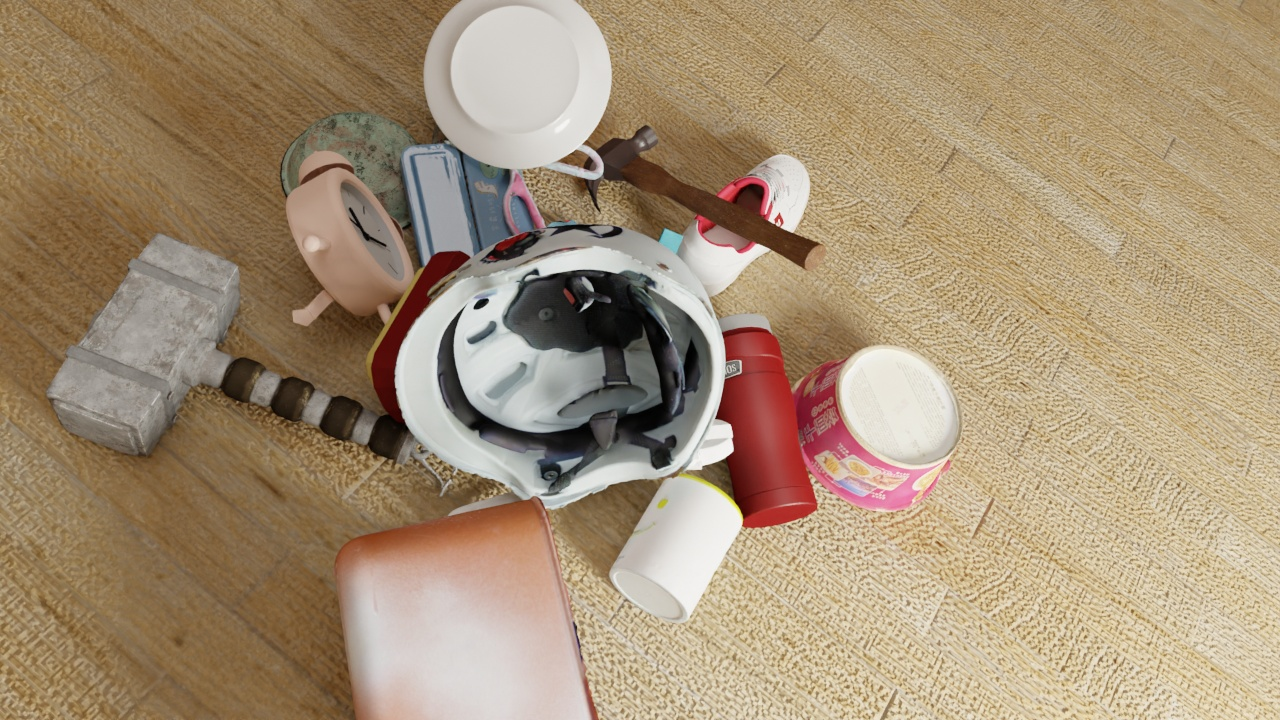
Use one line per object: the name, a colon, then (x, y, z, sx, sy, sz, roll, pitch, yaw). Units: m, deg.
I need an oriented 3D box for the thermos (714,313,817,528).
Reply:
thermos: (0.120, 0.060, 0.911, 0.108, 0.084, 0.198, 14, 56, -45)

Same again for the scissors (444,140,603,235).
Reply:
scissors: (-0.112, -0.203, 0.959, 0.172, 0.014, 0.170, -21, 82, -27)

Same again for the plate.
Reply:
plate: (-0.124, -0.287, 0.916, 0.188, 0.016, 0.188, 0, 89, 0)

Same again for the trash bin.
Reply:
trash bin: (-0.129, 0.250, 0.671, 0.157, 0.182, 0.259, -8, 65, -19)

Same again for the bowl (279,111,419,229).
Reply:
bowl: (-0.291, -0.203, 0.953, 0.157, 0.039, 0.157, 7, 60, -13)

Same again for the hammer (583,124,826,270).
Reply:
hammer: (0.058, -0.164, 0.948, 0.115, 0.033, 0.323, -42, 49, -16)

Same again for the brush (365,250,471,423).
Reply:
brush: (-0.192, -0.022, 0.824, 0.042, 0.082, 0.173, 0, 46, 20)

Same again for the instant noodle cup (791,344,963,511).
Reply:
instant noodle cup: (0.252, 0.059, 0.948, 0.178, 0.078, 0.178, 7, 61, -13)

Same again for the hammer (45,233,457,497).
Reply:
hammer: (-0.312, 0.030, 0.803, 0.326, 0.080, 0.176, 23, 58, -10)

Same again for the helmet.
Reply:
helmet: (-0.067, -0.013, 0.784, 0.264, 0.237, 0.163, -9, 30, 0)

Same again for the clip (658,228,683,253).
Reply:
clip: (0.006, -0.073, 0.962, 0.027, 0.104, 0.120, 22, 79, -2)

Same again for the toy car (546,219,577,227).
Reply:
toy car: (-0.058, -0.113, 0.979, 0.108, 0.028, 0.060, 32, 58, 3)

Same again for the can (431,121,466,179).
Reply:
can: (-0.197, -0.264, 1.006, 0.054, 0.054, 0.135, 8, 60, -13)

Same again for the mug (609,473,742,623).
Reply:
mug: (0.032, 0.167, 0.821, 0.082, 0.083, 0.105, 34, 59, 3)

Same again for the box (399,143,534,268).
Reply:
box: (-0.164, -0.125, 0.928, 0.125, 0.021, 0.209, -10, 81, -21)

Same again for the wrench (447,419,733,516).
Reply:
wrench: (-0.042, 0.106, 0.832, 0.273, 0.066, 0.018, -17, 112, -10)

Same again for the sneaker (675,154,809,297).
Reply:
sneaker: (0.128, -0.174, 1.023, 0.090, 0.104, 0.235, 43, 59, 9)

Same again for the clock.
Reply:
clock: (-0.274, -0.105, 0.845, 0.086, 0.131, 0.160, -22, 45, 11)
